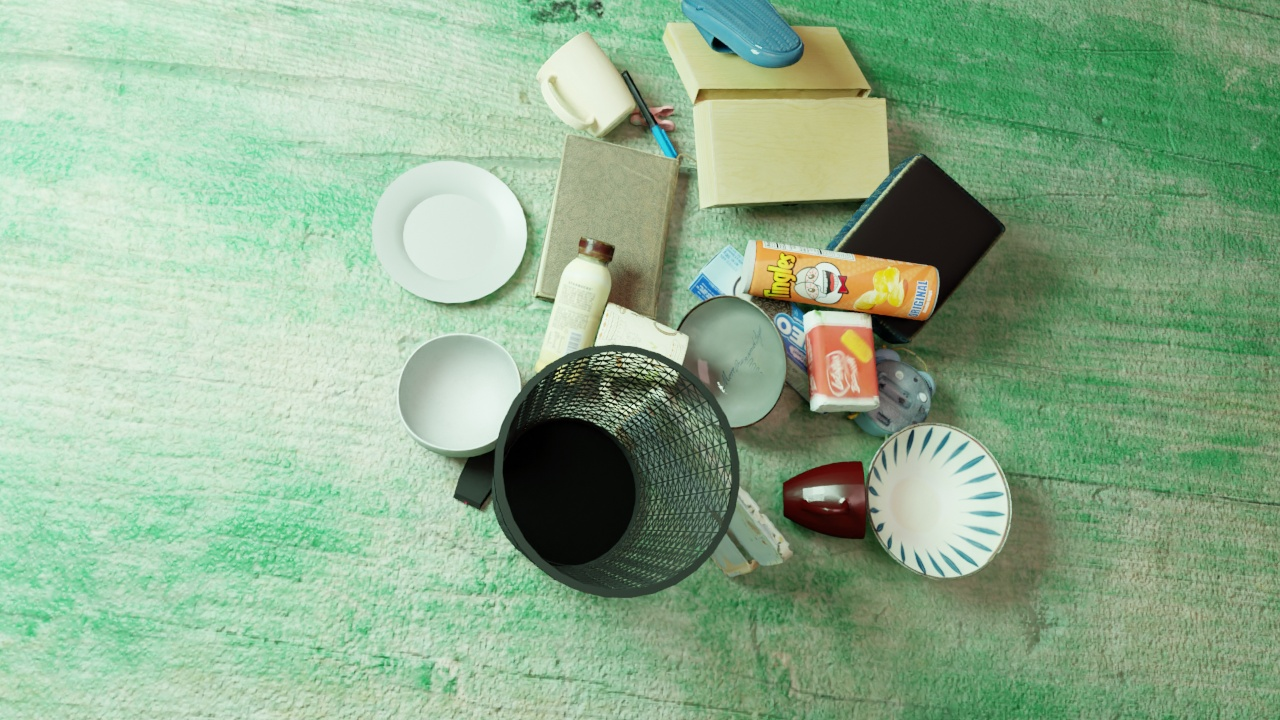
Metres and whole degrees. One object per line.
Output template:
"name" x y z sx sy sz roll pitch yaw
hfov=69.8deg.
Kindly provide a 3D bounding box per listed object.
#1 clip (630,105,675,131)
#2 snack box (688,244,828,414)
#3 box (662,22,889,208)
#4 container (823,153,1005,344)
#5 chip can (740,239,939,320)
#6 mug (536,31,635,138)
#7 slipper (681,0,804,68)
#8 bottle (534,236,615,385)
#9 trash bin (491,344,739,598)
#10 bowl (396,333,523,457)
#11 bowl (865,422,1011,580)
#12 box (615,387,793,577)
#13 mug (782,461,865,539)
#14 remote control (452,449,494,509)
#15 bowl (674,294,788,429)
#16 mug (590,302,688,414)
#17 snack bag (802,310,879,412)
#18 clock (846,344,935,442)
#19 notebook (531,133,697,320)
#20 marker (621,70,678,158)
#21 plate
"clip" 0.015 -0.299 1.145 0.057 0.022 0.035 1 78 -6
"snack box" 0.160 -0.036 1.088 0.226 0.060 0.059 44 68 2
"box" 0.174 -0.311 1.138 0.247 0.097 0.260 -7 71 -22
"container" 0.319 -0.132 1.104 0.145 0.071 0.187 41 91 -3
"chip can" 0.223 -0.091 1.036 0.210 0.062 0.062 8 74 -1
"mug" -0.069 -0.318 1.093 0.104 0.085 0.111 49 46 -8
"slipper" 0.117 -0.394 1.097 0.103 0.059 0.213 -12 45 -18
"bottle" -0.069 -0.055 1.016 0.056 0.056 0.162 16 96 -7
"trash bin" -0.049 0.118 0.900 0.216 0.244 0.216 4 76 -15
"bowl" -0.192 0.042 0.988 0.132 0.064 0.131 1 72 -4
"bowl" 0.330 0.165 1.063 0.177 0.071 0.177 3 75 -10
"box" 0.066 0.131 0.978 0.042 0.149 0.216 -35 86 -31
"mug" 0.204 0.158 1.025 0.088 0.114 0.087 -1 92 9
"remote control" -0.164 0.100 1.010 0.039 0.010 0.124 25 72 -4
"bowl" 0.111 0.001 1.048 0.056 0.151 0.150 -2 72 -55
"mug" -0.006 0.006 1.033 0.097 0.081 0.122 17 106 -1
"snack bag" 0.228 0.001 1.043 0.077 0.036 0.115 2 75 -14
"clock" 0.303 0.037 1.101 0.089 0.052 0.124 35 71 0
"notebook" -0.018 -0.156 1.093 0.190 0.034 0.215 11 74 -9
"marker" 0.011 -0.298 1.122 0.015 0.018 0.123 -28 107 13
"plate" -0.219 -0.146 1.058 0.172 0.019 0.172 3 75 -11
